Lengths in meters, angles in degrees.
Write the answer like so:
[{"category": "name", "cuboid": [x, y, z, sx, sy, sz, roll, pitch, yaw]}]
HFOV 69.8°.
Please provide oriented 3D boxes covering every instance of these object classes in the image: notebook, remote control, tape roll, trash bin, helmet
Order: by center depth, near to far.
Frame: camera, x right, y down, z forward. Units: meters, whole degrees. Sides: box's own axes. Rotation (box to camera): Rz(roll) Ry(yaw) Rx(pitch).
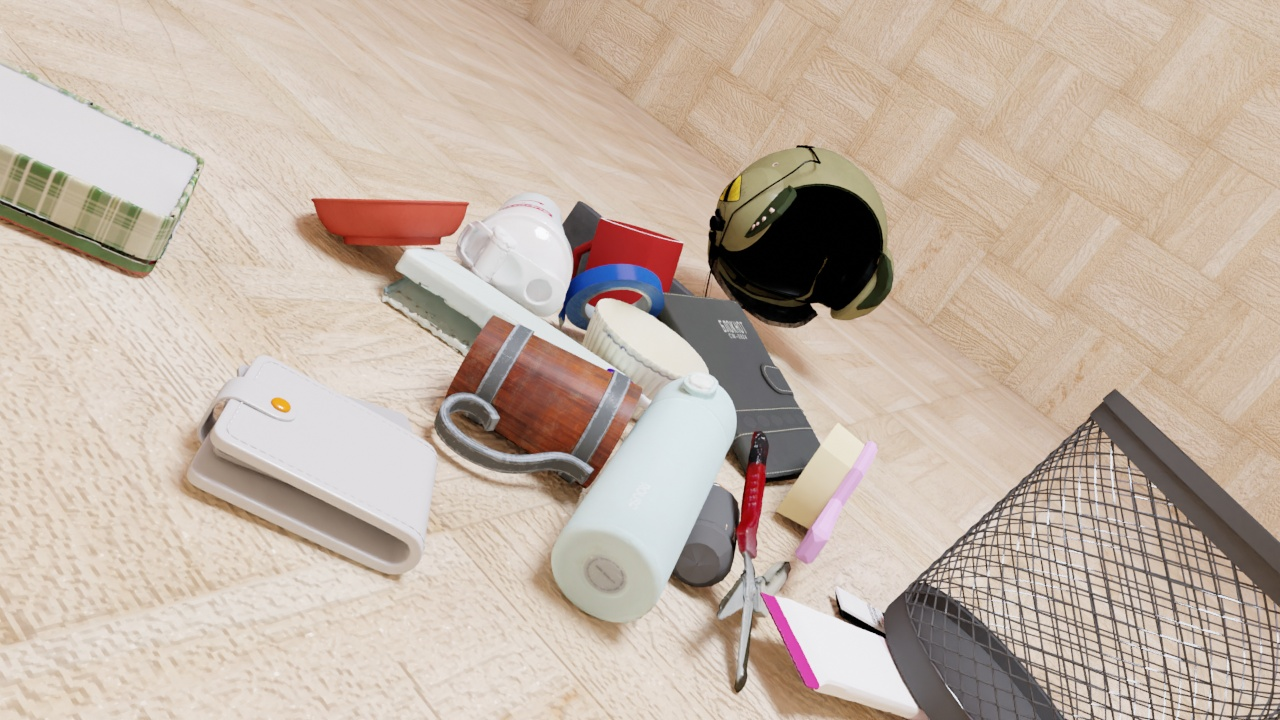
[{"category": "trash bin", "cuboid": [0.319, 0.177, 0.632, 0.217, 0.228, 0.217, 37, 20, -16]}, {"category": "remote control", "cuboid": [0.201, 0.215, 0.715, 0.124, 0.012, 0.028, 31, 19, -11]}, {"category": "tape roll", "cuboid": [-0.024, -0.055, 0.842, 0.093, 0.092, 0.016, 1, 60, -20]}, {"category": "notebook", "cuboid": [0.103, 0.025, 0.911, 0.169, 0.030, 0.209, 2, 57, -55]}, {"category": "helmet", "cuboid": [0.192, -0.145, 1.176, 0.250, 0.256, 0.232, 30, 22, -18]}]

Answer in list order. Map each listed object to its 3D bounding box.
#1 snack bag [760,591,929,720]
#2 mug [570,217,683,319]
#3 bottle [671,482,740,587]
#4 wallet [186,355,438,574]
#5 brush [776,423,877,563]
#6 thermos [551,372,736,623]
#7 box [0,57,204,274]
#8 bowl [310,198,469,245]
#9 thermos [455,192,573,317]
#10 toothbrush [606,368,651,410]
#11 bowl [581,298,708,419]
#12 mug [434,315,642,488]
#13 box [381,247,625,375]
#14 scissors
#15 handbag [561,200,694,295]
[{"category": "snack bag", "cuboid": [0.152, 0.206, 0.613, 0.196, 0.016, 0.070, 30, 22, -38]}, {"category": "mug", "cuboid": [-0.024, -0.091, 0.932, 0.116, 0.097, 0.080, 23, 13, 29]}, {"category": "bottle", "cuboid": [0.045, 0.115, 0.637, 0.047, 0.047, 0.112, 35, 19, -1]}, {"category": "wallet", "cuboid": [-0.160, 0.044, 0.473, 0.118, 0.037, 0.115, 32, 18, -20]}, {"category": "brush", "cuboid": [0.148, 0.111, 0.761, 0.043, 0.089, 0.228, 34, 18, 13]}, {"category": "thermos", "cuboid": [0.012, 0.075, 0.583, 0.065, 0.078, 0.206, 17, 28, 12]}, {"category": "box", "cuboid": [-0.367, -0.128, 0.525, 0.205, 0.050, 0.117, 24, 24, -28]}, {"category": "bowl", "cuboid": [-0.199, -0.111, 0.736, 0.122, 0.035, 0.122, 1, 9, 0]}, {"category": "thermos", "cuboid": [-0.112, -0.105, 0.854, 0.099, 0.099, 0.220, 31, 14, -13]}, {"category": "toothbrush", "cuboid": [0.012, 0.040, 0.730, 0.016, 0.015, 0.186, 49, 3, 28]}, {"category": "bowl", "cuboid": [-0.005, 0.005, 0.800, 0.115, 0.063, 0.115, 31, 18, -12]}, {"category": "mug", "cuboid": [-0.071, 0.035, 0.605, 0.111, 0.082, 0.117, 30, 37, -5]}, {"category": "box", "cuboid": [-0.101, -0.021, 0.721, 0.199, 0.067, 0.083, 33, 37, -1]}, {"category": "scissors", "cuboid": [0.080, 0.135, 0.620, 0.179, 0.015, 0.198, 57, 32, -52]}, {"category": "handbag", "cuboid": [0.015, -0.089, 1.076, 0.176, 0.072, 0.195, 43, 16, 22]}]
